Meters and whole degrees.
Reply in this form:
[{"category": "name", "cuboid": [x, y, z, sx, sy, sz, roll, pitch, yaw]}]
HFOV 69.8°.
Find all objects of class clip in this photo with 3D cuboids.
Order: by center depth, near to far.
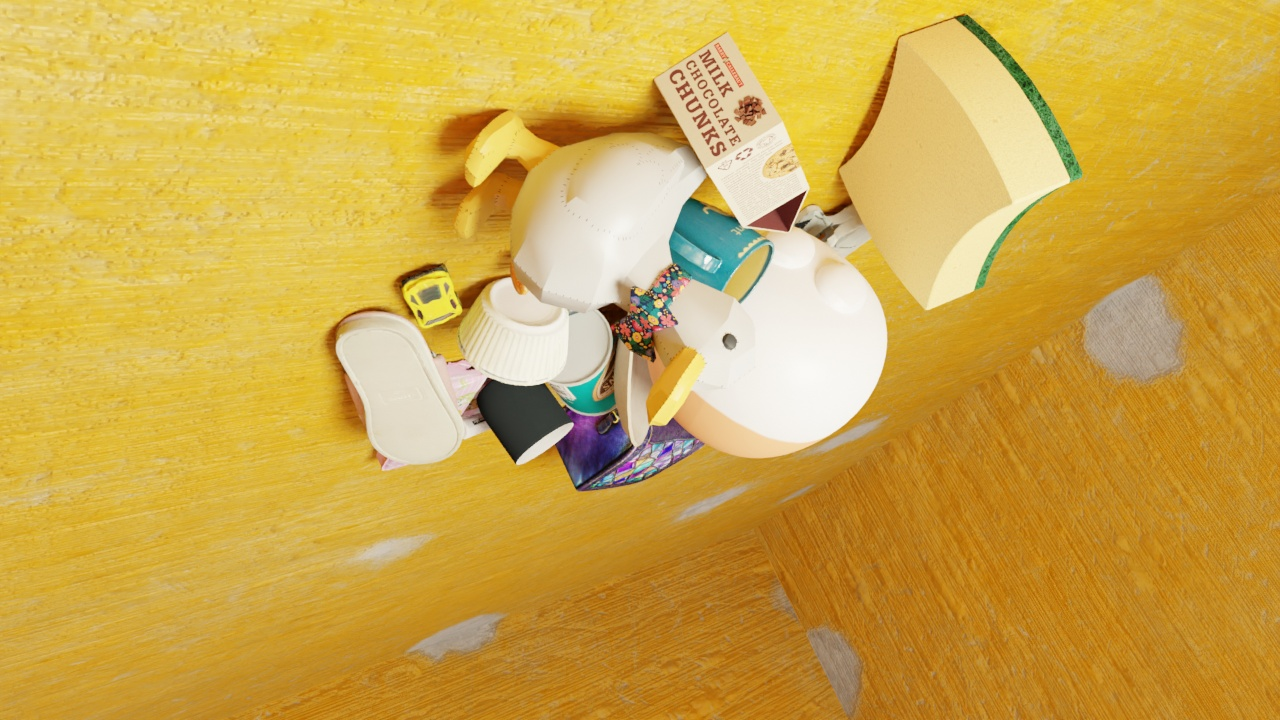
[{"category": "clip", "cuboid": [0.236, -0.156, 1.158, 0.125, 0.081, 0.147, -41, 154, 31]}]

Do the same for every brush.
[{"category": "brush", "cuboid": [0.307, -0.190, 0.926, 0.075, 0.195, 0.251, -22, 161, -12]}]

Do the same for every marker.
[{"category": "marker", "cuboid": [-0.190, 0.074, 1.192, 0.025, 0.025, 0.125, -39, 169, 34]}]

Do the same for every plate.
[{"category": "plate", "cuboid": [-0.006, 0.007, 1.078, 0.027, 0.188, 0.189, 5, 164, 10]}]

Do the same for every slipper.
[{"category": "slipper", "cuboid": [-0.254, 0.029, 0.978, 0.114, 0.054, 0.275, -5, 145, -4]}]

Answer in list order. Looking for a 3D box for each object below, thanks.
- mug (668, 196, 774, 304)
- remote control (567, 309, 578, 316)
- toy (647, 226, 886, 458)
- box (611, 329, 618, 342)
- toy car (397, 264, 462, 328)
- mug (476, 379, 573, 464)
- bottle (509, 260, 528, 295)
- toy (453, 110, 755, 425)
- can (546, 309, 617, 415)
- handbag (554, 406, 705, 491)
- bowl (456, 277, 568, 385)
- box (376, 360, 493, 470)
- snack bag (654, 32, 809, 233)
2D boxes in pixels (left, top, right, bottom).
[{"category": "mug", "cuboid": [0.056, -0.107, 0.870, 0.084, 0.104, 0.112, -56, 159, 16]}, {"category": "remote control", "cuboid": [-0.059, -0.079, 1.009, 0.114, 0.028, 0.060, -21, 160, -13]}, {"category": "toy", "cuboid": [0.135, -0.018, 1.046, 0.264, 0.263, 0.282, -42, 167, -45]}, {"category": "box", "cuboid": [-0.025, -0.018, 1.191, 0.187, 0.053, 0.058, -30, -167, 15]}, {"category": "toy car", "cuboid": [-0.199, -0.058, 0.884, 0.049, 0.030, 0.107, -24, 162, -8]}, {"category": "mug", "cuboid": [-0.148, 0.071, 1.123, 0.085, 0.094, 0.122, -30, 168, -33]}, {"category": "bottle", "cuboid": [-0.073, -0.093, 0.905, 0.108, 0.063, 0.063, -15, 158, -25]}, {"category": "toy", "cuboid": [-0.013, -0.090, 0.724, 0.246, 0.267, 0.141, -61, -179, -32]}, {"category": "can", "cuboid": [-0.070, 0.001, 1.095, 0.099, 0.099, 0.144, -26, 161, 1]}, {"category": "handbag", "cuboid": [-0.001, 0.096, 1.396, 0.223, 0.125, 0.204, -38, 158, 29]}, {"category": "bowl", "cuboid": [-0.123, -0.037, 0.928, 0.115, 0.115, 0.063, -12, 141, -35]}, {"category": "box", "cuboid": [-0.233, 0.061, 1.158, 0.158, 0.035, 0.231, -17, 160, -37]}, {"category": "snack bag", "cuboid": [0.093, -0.185, 0.819, 0.070, 0.094, 0.206, -30, 161, 11]}]
